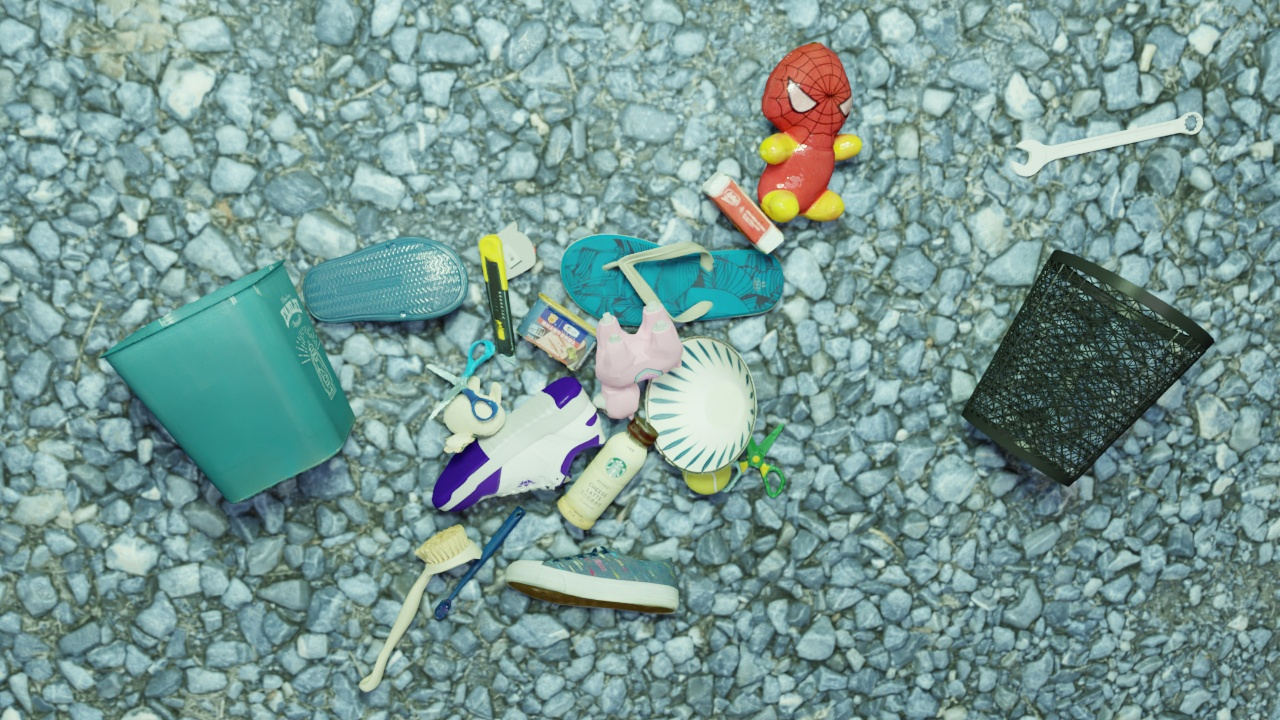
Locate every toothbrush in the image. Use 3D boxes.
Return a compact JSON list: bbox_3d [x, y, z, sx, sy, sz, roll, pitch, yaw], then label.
[{"bbox_3d":[-0.218,0.274,1.238,0.016,0.017,0.190,38,94,-12],"label":"toothbrush"}]

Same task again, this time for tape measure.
[{"bbox_3d":[-0.167,-0.138,1.167,0.060,0.020,0.062,-36,102,1],"label":"tape measure"}]

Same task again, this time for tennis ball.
[{"bbox_3d":[0.088,0.146,1.225,0.065,0.065,0.065,-1,100,-7],"label":"tennis ball"}]

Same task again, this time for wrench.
[{"bbox_3d":[0.628,-0.295,1.235,0.273,0.009,0.047,-12,101,-4],"label":"wrench"}]

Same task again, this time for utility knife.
[{"bbox_3d":[-0.179,-0.074,1.167,0.029,0.020,0.174,-1,114,11],"label":"utility knife"}]

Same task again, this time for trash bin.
[{"bbox_3d":[0.560,0.018,1.193,0.217,0.216,0.243,30,102,-11],"label":"trash bin"},{"bbox_3d":[-0.465,0.027,1.085,0.199,0.196,0.219,-25,108,0],"label":"trash bin"}]

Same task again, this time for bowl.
[{"bbox_3d":[0.095,0.058,1.192,0.070,0.177,0.177,4,103,-48],"label":"bowl"}]

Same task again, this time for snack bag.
[{"bbox_3d":[0.128,-0.188,1.163,0.036,0.077,0.116,-43,102,8],"label":"snack bag"}]

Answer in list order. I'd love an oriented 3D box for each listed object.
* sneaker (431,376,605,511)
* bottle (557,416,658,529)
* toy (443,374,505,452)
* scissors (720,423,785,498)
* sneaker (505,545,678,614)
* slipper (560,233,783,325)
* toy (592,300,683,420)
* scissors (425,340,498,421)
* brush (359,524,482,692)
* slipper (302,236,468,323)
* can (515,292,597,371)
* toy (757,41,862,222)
[{"bbox_3d":[-0.150,0.132,1.191,0.244,0.091,0.111,-36,115,5],"label":"sneaker"},{"bbox_3d":[-0.040,0.147,1.207,0.056,0.056,0.162,37,101,-11],"label":"bottle"},{"bbox_3d":[-0.215,0.073,1.173,0.087,0.050,0.112,6,69,25],"label":"toy"},{"bbox_3d":[0.151,0.138,1.259,0.127,0.011,0.125,-23,103,-2],"label":"scissors"},{"bbox_3d":[-0.063,0.288,1.240,0.235,0.088,0.079,9,64,-5],"label":"sneaker"},{"bbox_3d":[0.044,-0.099,1.180,0.295,0.060,0.118,1,103,-7],"label":"slipper"},{"bbox_3d":[-0.007,0.007,1.165,0.123,0.067,0.158,-14,134,-7],"label":"toy"},{"bbox_3d":[-0.221,0.030,1.164,0.133,0.014,0.127,36,72,26],"label":"scissors"},{"bbox_3d":[-0.304,0.333,1.225,0.077,0.062,0.272,35,99,5],"label":"brush"},{"bbox_3d":[-0.316,-0.097,1.140,0.214,0.059,0.104,-6,96,9],"label":"slipper"},{"bbox_3d":[-0.104,-0.035,1.176,0.100,0.054,0.059,33,96,-11],"label":"can"},{"bbox_3d":[0.201,-0.281,1.139,0.147,0.099,0.216,-8,106,-41],"label":"toy"}]
